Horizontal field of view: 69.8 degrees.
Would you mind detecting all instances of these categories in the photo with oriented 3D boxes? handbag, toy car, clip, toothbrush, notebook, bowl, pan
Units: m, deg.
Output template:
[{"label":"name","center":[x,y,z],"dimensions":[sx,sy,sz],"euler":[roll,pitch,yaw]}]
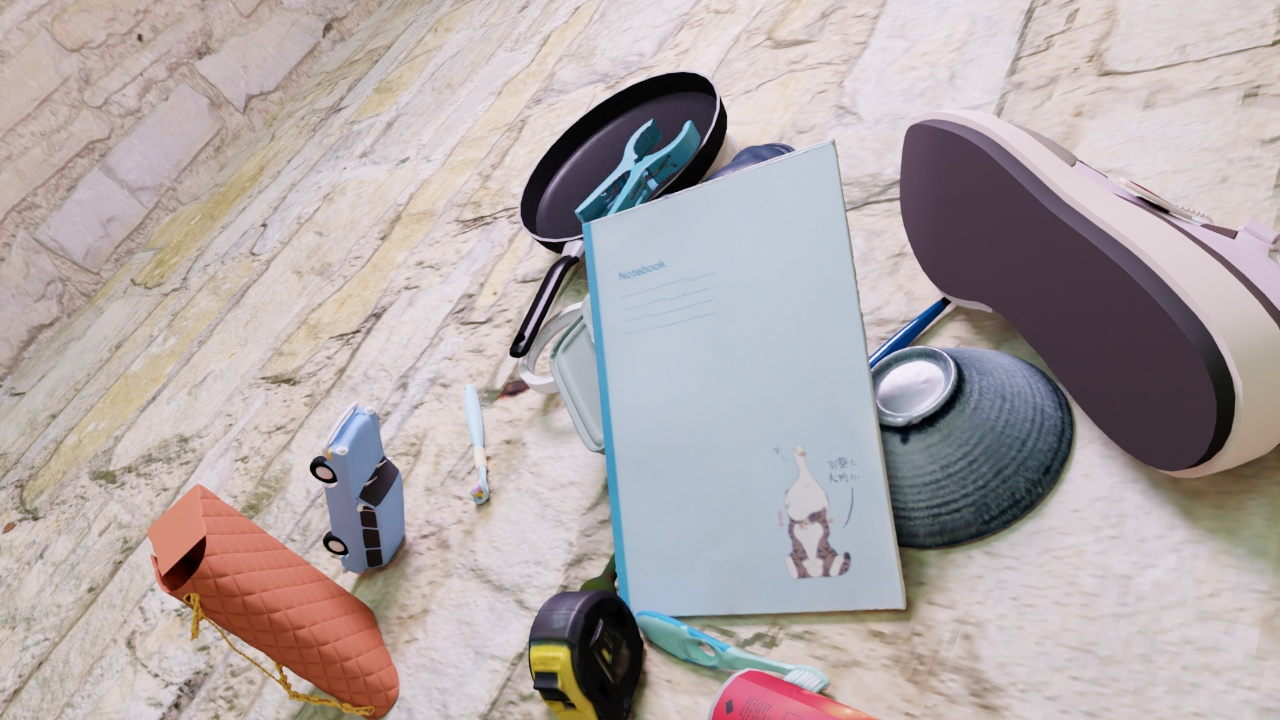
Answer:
[{"label":"handbag","center":[-0.248,0.174,0.620],"dimensions":[0.060,0.172,0.109],"euler":[-46,34,-11]},{"label":"handbag","center":[-0.004,0.004,0.639],"dimensions":[0.106,0.067,0.121],"euler":[-49,41,19]},{"label":"toy car","center":[-0.215,0.103,0.713],"dimensions":[0.055,0.154,0.056],"euler":[13,40,6]},{"label":"clip","center":[-0.012,-0.167,0.802],"dimensions":[0.130,0.030,0.120],"euler":[-42,43,-4]},{"label":"toothbrush","center":[-0.142,0.066,0.785],"dimensions":[0.154,0.016,0.022],"euler":[-111,35,-55]},{"label":"toothbrush","center":[0.178,-0.024,0.585],"dimensions":[0.167,0.014,0.014],"euler":[-42,45,-3]},{"label":"notebook","center":[0.048,0.018,0.532],"dimensions":[0.181,0.009,0.253],"euler":[-13,78,35]},{"label":"toothbrush","center":[0.042,0.158,0.498],"dimensions":[0.135,0.022,0.017],"euler":[4,17,45]},{"label":"bowl","center":[0.156,0.030,0.503],"dimensions":[0.137,0.057,0.136],"euler":[-26,36,20]},{"label":"pan","center":[-0.040,-0.138,0.845],"dimensions":[0.226,0.034,0.355],"euler":[-5,50,38]}]

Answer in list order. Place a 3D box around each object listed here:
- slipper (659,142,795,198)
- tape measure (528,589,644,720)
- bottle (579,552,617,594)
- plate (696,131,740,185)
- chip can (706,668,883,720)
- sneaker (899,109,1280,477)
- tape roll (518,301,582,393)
[{"label":"slipper","center":[0.054,-0.105,0.737],"dimensions":[0.109,0.083,0.264],"euler":[-5,45,44]},{"label":"tape measure","center":[-0.029,0.165,0.513],"dimensions":[0.042,0.072,0.071],"euler":[-12,40,39]},{"label":"bottle","center":[-0.031,0.155,0.566],"dimensions":[0.025,0.025,0.105],"euler":[1,51,44]},{"label":"plate","center":[0.010,-0.178,0.906],"dimensions":[0.183,0.034,0.182],"euler":[-25,36,20]},{"label":"chip can","center":[0.121,0.181,0.367],"dimensions":[0.215,0.052,0.051],"euler":[5,54,47]},{"label":"sneaker","center":[0.250,-0.065,0.493],"dimensions":[0.116,0.112,0.293],"euler":[-13,35,-10]},{"label":"tape roll","center":[-0.059,-0.012,0.751],"dimensions":[0.093,0.013,0.092],"euler":[-25,36,20]}]
